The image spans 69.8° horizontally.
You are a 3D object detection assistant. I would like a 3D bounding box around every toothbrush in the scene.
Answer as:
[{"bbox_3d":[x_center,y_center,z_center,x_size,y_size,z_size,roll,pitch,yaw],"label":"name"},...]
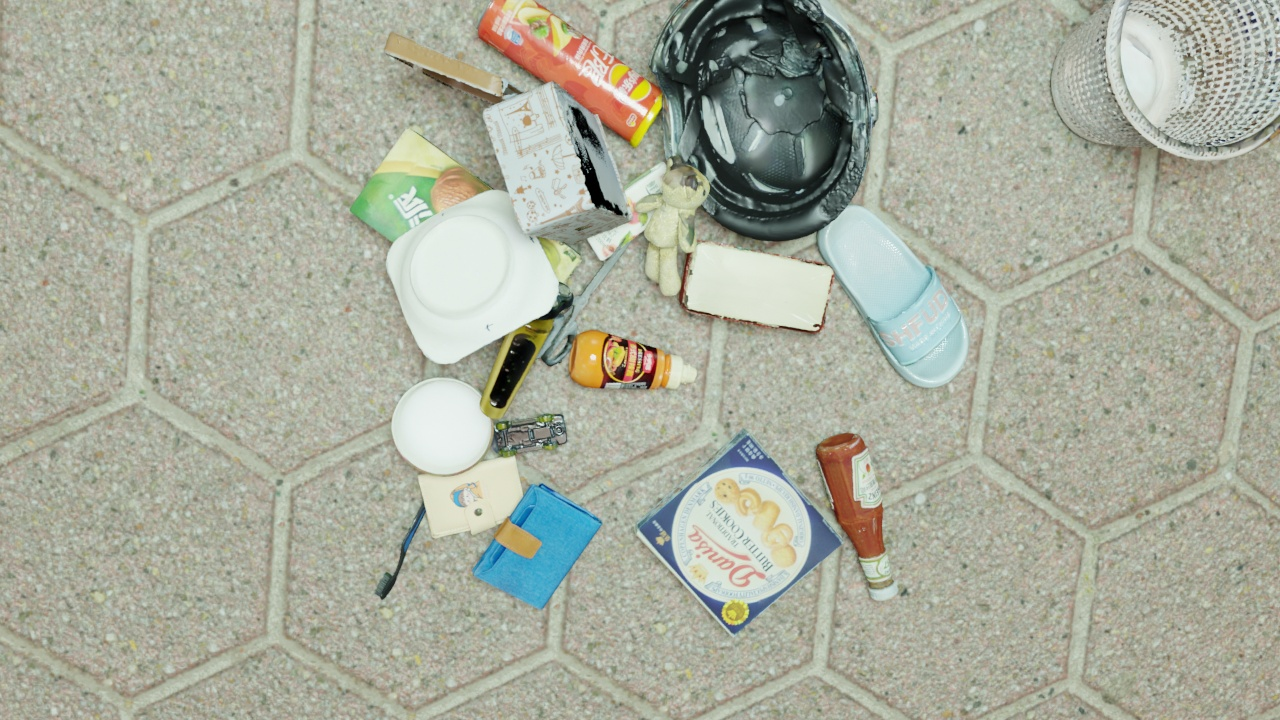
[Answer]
[{"bbox_3d":[-0.271,0.199,1.090,0.016,0.014,0.189,26,93,19],"label":"toothbrush"}]

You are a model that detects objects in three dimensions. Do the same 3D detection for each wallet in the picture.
[{"bbox_3d":[-0.197,0.164,1.083,0.115,0.024,0.087,-12,105,-11],"label":"wallet"},{"bbox_3d":[-0.122,0.220,1.087,0.106,0.040,0.133,34,93,-21],"label":"wallet"}]

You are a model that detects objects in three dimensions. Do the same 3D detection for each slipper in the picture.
[{"bbox_3d":[0.302,-0.079,1.072,0.104,0.074,0.245,-39,96,0],"label":"slipper"}]

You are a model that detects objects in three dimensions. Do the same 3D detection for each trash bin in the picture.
[{"bbox_3d":[0.567,-0.324,1.003,0.227,0.192,0.227,0,96,-4],"label":"trash bin"}]

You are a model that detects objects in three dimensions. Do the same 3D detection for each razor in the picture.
[{"bbox_3d":[-0.130,-0.012,0.994,0.062,0.067,0.168,22,105,-19],"label":"razor"}]

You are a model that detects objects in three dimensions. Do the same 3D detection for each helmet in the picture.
[{"bbox_3d":[0.142,-0.282,0.989,0.231,0.156,0.274,-13,114,29],"label":"helmet"}]

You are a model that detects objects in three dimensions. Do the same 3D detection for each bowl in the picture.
[{"bbox_3d":[-0.224,0.073,1.054,0.113,0.062,0.113,0,95,-5],"label":"bowl"}]

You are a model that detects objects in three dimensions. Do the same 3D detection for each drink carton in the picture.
[{"bbox_3d":[-0.011,-0.172,1.050,0.122,0.045,0.053,-35,107,2],"label":"drink carton"}]

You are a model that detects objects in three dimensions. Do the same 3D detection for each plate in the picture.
[{"bbox_3d":[-0.182,-0.094,0.956,0.164,0.034,0.163,-29,72,3],"label":"plate"}]

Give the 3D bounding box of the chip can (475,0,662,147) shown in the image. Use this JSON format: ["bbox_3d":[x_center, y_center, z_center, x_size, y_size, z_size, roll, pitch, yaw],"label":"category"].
[{"bbox_3d":[-0.074,-0.327,1.015,0.216,0.073,0.073,34,93,-7],"label":"chip can"}]

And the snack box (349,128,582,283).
[{"bbox_3d":[-0.192,-0.142,1.031,0.240,0.063,0.114,37,95,-8],"label":"snack box"}]

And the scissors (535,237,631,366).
[{"bbox_3d":[-0.073,-0.068,1.038,0.135,0.014,0.175,-16,137,-36],"label":"scissors"}]

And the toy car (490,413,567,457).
[{"bbox_3d":[-0.132,0.087,1.076,0.090,0.035,0.042,-10,96,-3],"label":"toy car"}]

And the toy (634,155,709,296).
[{"bbox_3d":[0.037,-0.141,0.998,0.066,0.105,0.158,-11,135,-25],"label":"toy"}]

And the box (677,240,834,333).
[{"bbox_3d":[0.133,-0.086,1.055,0.168,0.079,0.091,10,96,-6],"label":"box"}]

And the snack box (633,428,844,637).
[{"bbox_3d":[0.118,0.208,1.105,0.182,0.046,0.178,-42,97,0],"label":"snack box"}]

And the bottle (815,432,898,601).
[{"bbox_3d":[0.267,0.190,1.107,0.060,0.060,0.206,-19,98,-2],"label":"bottle"}]

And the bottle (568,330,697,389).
[{"bbox_3d":[-0.006,0.006,1.067,0.149,0.067,0.067,9,96,-12],"label":"bottle"}]

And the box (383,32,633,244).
[{"bbox_3d":[-0.121,-0.238,0.940,0.126,0.178,0.273,-44,84,12],"label":"box"}]
